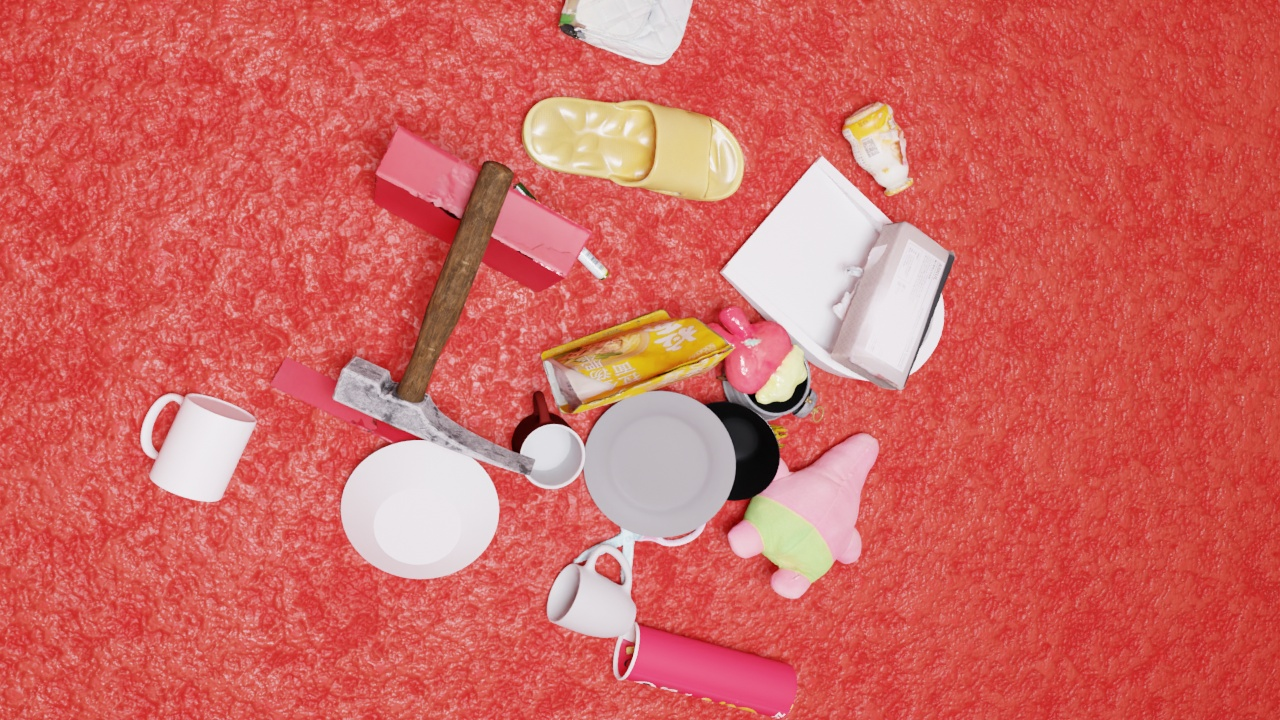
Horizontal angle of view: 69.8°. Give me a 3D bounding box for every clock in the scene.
[{"bbox_3d":[0.165,0.029,1.112,0.148,0.056,0.103,35,79,-10],"label":"clock"}]

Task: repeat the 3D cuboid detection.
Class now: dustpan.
[{"bbox_3d":[0.253,-0.089,1.112,0.257,0.053,0.191,43,80,-16],"label":"dustpan"}]

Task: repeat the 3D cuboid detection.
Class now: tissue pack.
[{"bbox_3d":[0.289,-0.067,1.081,0.104,0.071,0.181,26,84,-23],"label":"tissue pack"}]

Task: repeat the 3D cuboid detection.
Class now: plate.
[{"bbox_3d":[0.022,0.122,1.081,0.178,0.012,0.178,1,101,3],"label":"plate"},{"bbox_3d":[-0.246,0.176,1.017,0.174,0.036,0.174,-2,109,-7],"label":"plate"}]

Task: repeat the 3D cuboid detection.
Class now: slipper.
[{"bbox_3d":[0.000,-0.243,1.029,0.263,0.078,0.099,5,93,-14],"label":"slipper"}]

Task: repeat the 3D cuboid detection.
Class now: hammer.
[{"bbox_3d":[-0.157,-0.041,0.911,0.217,0.037,0.301,24,113,-6],"label":"hammer"}]

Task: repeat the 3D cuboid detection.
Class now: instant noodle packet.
[{"bbox_3d":[-0.006,0.006,0.982,0.163,0.222,0.084,-19,97,-13],"label":"instant noodle packet"}]

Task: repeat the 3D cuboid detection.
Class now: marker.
[{"bbox_3d":[-0.091,-0.146,1.048,0.146,0.017,0.017,44,85,-14],"label":"marker"}]

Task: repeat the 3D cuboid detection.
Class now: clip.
[{"bbox_3d":[0.159,0.091,1.126,0.046,0.054,0.048,48,59,-35],"label":"clip"}]

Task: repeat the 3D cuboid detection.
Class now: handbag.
[{"bbox_3d":[0.000,-0.436,1.008,0.138,0.072,0.195,15,92,-14],"label":"handbag"}]

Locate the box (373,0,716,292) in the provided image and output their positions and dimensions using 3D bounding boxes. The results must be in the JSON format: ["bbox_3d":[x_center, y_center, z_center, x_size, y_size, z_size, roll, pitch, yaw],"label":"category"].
[{"bbox_3d":[-0.111,-0.241,0.914,0.213,0.148,0.375,27,114,-14],"label":"box"}]

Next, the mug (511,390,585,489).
[{"bbox_3d":[-0.108,0.085,1.037,0.073,0.082,0.106,-11,99,-13],"label":"mug"}]

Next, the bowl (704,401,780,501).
[{"bbox_3d":[0.110,0.101,1.098,0.124,0.052,0.124,6,107,18],"label":"bowl"}]

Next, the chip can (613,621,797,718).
[{"bbox_3d":[0.081,0.381,1.126,0.220,0.069,0.069,20,91,-16],"label":"chip can"}]

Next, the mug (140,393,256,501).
[{"bbox_3d":[-0.472,0.083,0.960,0.110,0.073,0.090,25,90,10],"label":"mug"}]

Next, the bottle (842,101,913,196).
[{"bbox_3d":[0.290,-0.253,1.106,0.063,0.063,0.108,-33,104,-8],"label":"bottle"}]

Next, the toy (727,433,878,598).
[{"bbox_3d":[0.212,0.176,1.128,0.192,0.097,0.236,47,70,-6],"label":"toy"}]

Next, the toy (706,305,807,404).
[{"bbox_3d":[0.132,-0.006,1.053,0.135,0.045,0.091,36,81,-13],"label":"toy"}]

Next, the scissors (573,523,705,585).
[{"bbox_3d":[0.003,0.202,1.115,0.175,0.013,0.170,1,96,-14],"label":"scissors"}]

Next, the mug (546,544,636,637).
[{"bbox_3d":[-0.045,0.273,1.083,0.089,0.071,0.107,29,85,-24],"label":"mug"}]
